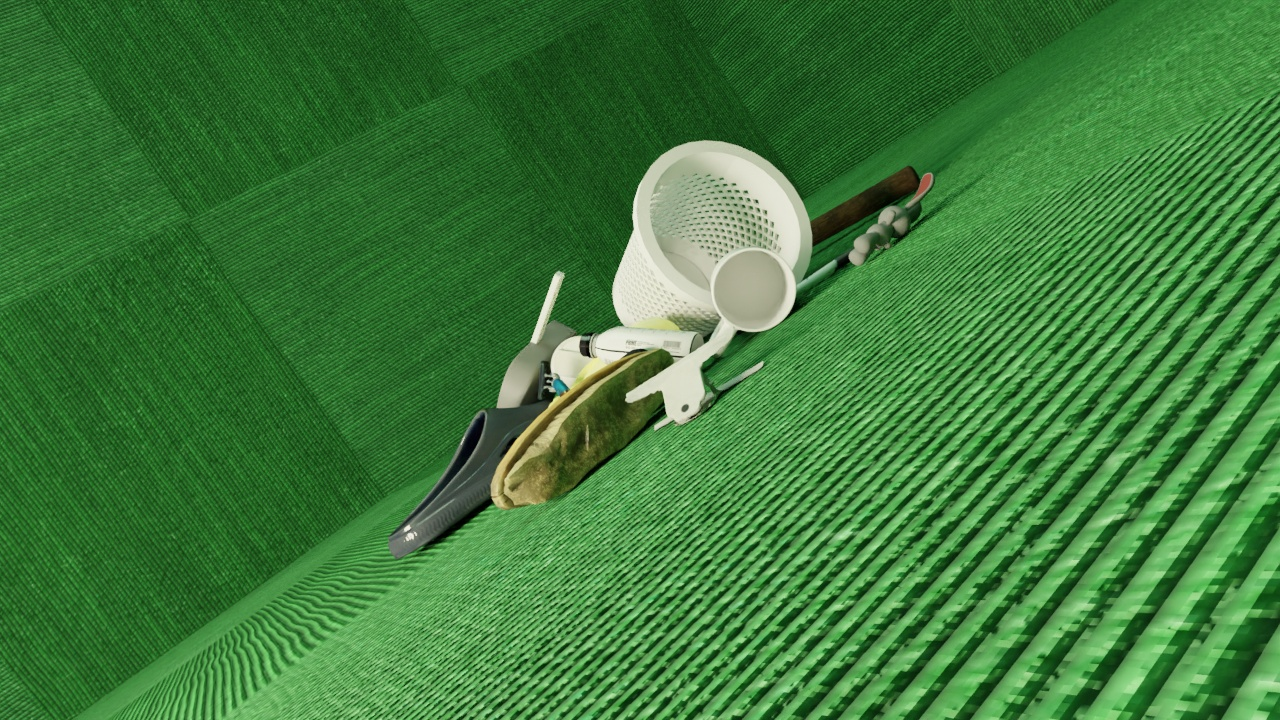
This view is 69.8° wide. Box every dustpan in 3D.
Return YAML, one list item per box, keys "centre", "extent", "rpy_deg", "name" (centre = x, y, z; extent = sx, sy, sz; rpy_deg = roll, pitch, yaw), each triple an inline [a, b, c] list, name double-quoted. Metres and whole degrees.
- centre: [-0.122, 0.008, 1.087]
  extent: [0.258, 0.033, 0.162]
  rpy_deg: [-66, -7, 34]
  name: "dustpan"

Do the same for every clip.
- centre: [0.036, 0.021, 0.660]
  extent: [0.102, 0.058, 0.052]
  rpy_deg: [-34, -20, 25]
  name: "clip"

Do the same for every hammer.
- centre: [0.234, -0.171, 1.221]
  extent: [0.301, 0.037, 0.217]
  rpy_deg: [-29, 1, 26]
  name: "hammer"

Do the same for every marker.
- centre: [0.156, -0.070, 0.892]
  extent: [0.152, 0.011, 0.011]
  rpy_deg: [-34, 4, 12]
  name: "marker"

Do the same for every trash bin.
- centre: [0.059, -0.109, 1.035]
  extent: [0.195, 0.195, 0.200]
  rpy_deg: [-36, -5, -26]
  name: "trash bin"

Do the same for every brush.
- centre: [-0.040, 0.051, 0.720]
  extent: [0.194, 0.059, 0.043]
  rpy_deg: [-39, 15, -33]
  name: "brush"

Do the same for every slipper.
- centre: [-0.169, 0.103, 0.973]
  extent: [0.267, 0.083, 0.111]
  rpy_deg: [-37, 3, -34]
  name: "slipper"

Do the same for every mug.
- centre: [0.093, -0.052, 0.846]
  extent: [0.110, 0.074, 0.090]
  rpy_deg: [-60, 0, 9]
  name: "mug"

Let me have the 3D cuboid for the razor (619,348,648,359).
- centre: [-0.037, 0.052, 0.800]
  extent: [0.151, 0.054, 0.067]
  rpy_deg: [-42, -2, -12]
  name: "razor"

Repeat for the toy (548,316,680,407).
- centre: [-0.022, 0.014, 0.934]
  extent: [0.170, 0.064, 0.155]
  rpy_deg: [-45, 19, -28]
  name: "toy"

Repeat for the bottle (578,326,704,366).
- centre: [-0.001, -0.010, 0.850]
  extent: [0.116, 0.041, 0.041]
  rpy_deg: [5, 22, 22]
  name: "bottle"

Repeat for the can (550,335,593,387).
- centre: [-0.064, 0.009, 1.079]
  extent: [0.067, 0.067, 0.121]
  rpy_deg: [-34, -4, 1]
  name: "can"

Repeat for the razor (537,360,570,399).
- centre: [-0.083, 0.027, 0.923]
  extent: [0.022, 0.042, 0.144]
  rpy_deg: [3, 4, -15]
  name: "razor"

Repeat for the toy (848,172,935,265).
- centre: [0.225, -0.123, 0.814]
  extent: [0.111, 0.030, 0.049]
  rpy_deg: [-39, -23, -25]
  name: "toy"
